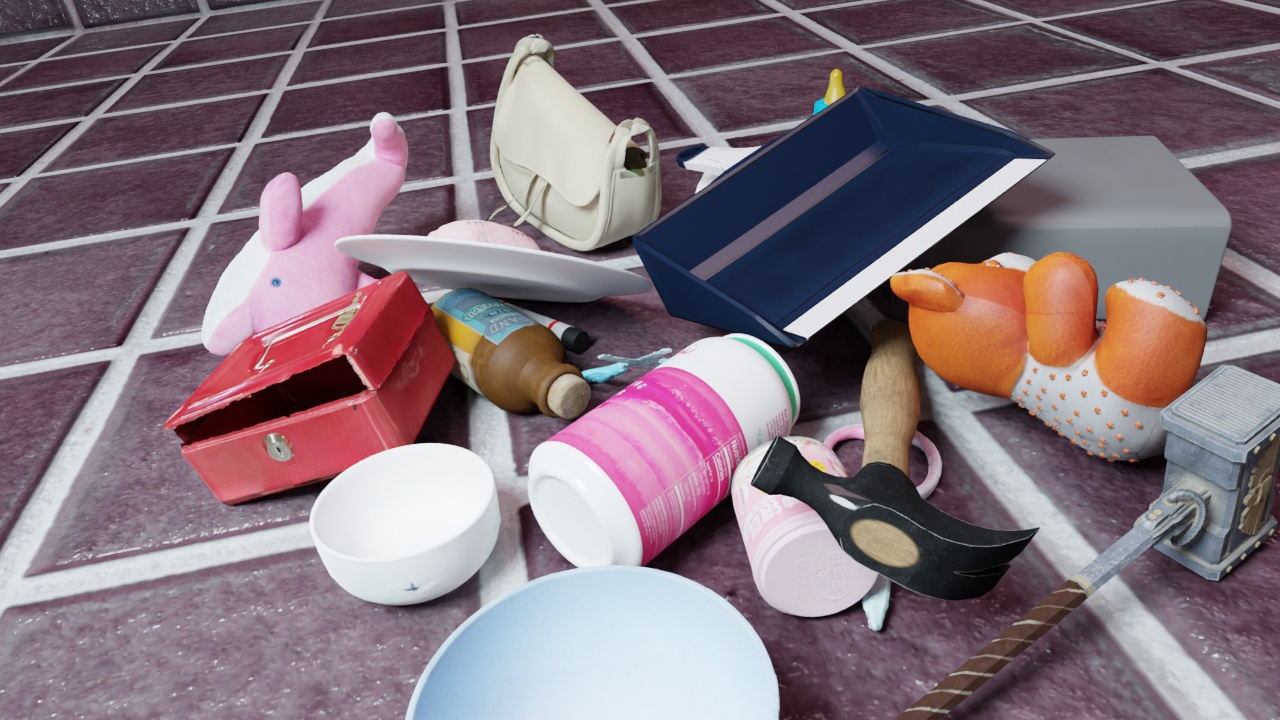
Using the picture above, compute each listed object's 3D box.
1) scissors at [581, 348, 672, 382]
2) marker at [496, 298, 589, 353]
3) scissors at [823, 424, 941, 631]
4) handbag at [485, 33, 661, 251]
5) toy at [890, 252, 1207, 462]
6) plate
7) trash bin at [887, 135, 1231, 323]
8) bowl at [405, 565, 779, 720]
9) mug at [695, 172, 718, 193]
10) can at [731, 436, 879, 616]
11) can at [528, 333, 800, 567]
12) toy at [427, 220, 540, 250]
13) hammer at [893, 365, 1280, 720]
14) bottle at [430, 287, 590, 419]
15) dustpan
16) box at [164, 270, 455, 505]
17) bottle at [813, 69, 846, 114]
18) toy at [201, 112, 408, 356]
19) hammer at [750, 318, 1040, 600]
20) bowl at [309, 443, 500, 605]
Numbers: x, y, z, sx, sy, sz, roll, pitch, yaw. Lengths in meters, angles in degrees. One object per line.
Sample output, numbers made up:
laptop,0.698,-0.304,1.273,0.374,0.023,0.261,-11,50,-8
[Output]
scissors,-0.006,0.004,0.649,0.126,0.015,0.136,-9,-14,31
marker,-0.102,-0.035,0.775,0.146,0.019,0.019,20,41,36
scissors,0.140,0.091,0.532,0.077,0.017,0.173,4,32,12
handbag,-0.085,-0.193,0.890,0.131,0.184,0.229,-27,54,-25
toy,0.242,-0.010,0.550,0.172,0.163,0.093,29,83,34
plate,-0.112,-0.065,0.715,0.242,0.016,0.242,6,-2,0
trash bin,0.315,-0.110,0.745,0.220,0.098,0.191,1,33,9
bowl,-0.017,0.166,0.385,0.150,0.075,0.150,-5,31,3
mug,0.118,-0.133,0.831,0.090,0.091,0.121,19,21,35
can,0.088,0.089,0.495,0.067,0.067,0.076,-8,31,-2
can,0.017,0.052,0.547,0.088,0.088,0.165,23,42,38
toy,-0.151,-0.101,0.849,0.108,0.053,0.105,6,2,-41
hammer,0.186,0.120,0.427,0.321,0.098,0.044,-30,38,-18
bottle,-0.094,0.000,0.672,0.067,0.068,0.157,-28,38,-31
dustpan,0.110,-0.126,0.684,0.236,0.080,0.273,-35,22,-15
box,-0.221,0.013,0.623,0.158,0.087,0.129,-17,30,17
bottle,0.184,-0.200,0.864,0.051,0.146,0.051,-5,32,3
toy,-0.269,-0.093,0.813,0.128,0.187,0.264,32,62,-7
hammer,0.153,0.034,0.545,0.132,0.040,0.304,29,24,6
bowl,-0.132,0.099,0.534,0.105,0.054,0.104,-6,30,3
